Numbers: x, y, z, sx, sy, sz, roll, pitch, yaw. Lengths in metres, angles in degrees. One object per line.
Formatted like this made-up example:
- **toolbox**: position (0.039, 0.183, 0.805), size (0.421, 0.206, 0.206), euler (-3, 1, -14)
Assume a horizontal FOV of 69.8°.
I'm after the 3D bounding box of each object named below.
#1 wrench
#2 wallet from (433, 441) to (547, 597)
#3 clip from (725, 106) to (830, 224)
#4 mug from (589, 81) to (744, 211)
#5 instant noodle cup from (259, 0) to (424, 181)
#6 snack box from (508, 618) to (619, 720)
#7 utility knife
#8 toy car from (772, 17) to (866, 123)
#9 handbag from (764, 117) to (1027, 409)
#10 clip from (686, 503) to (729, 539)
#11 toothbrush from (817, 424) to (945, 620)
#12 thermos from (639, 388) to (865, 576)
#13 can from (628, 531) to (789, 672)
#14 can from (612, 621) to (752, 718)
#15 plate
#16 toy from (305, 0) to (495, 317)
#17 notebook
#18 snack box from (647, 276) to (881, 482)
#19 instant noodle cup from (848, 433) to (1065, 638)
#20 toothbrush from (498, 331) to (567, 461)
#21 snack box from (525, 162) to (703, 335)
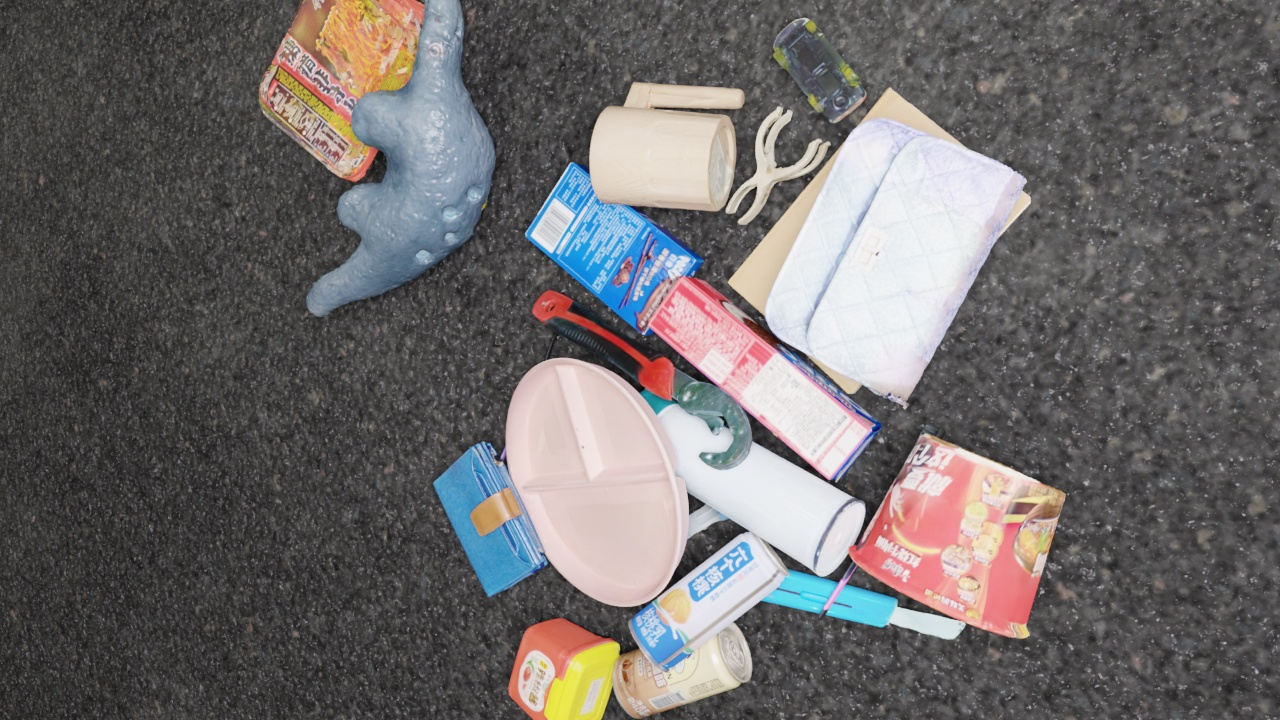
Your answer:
- **wrench**: position (-0.005, 0.005, 0.798), size (0.273, 0.016, 0.056), euler (37, 85, 35)
- **wallet**: position (-0.149, 0.157, 0.895), size (0.107, 0.040, 0.133), euler (-39, 76, 43)
- **clip**: position (0.121, -0.157, 0.769), size (0.093, 0.034, 0.103), euler (21, 105, 24)
- **mug**: position (0.026, -0.187, 0.786), size (0.104, 0.084, 0.124), euler (9, 63, 21)
- **instant noodle cup**: position (-0.283, -0.292, 0.923), size (0.164, 0.079, 0.189), euler (40, 109, 18)
- **snack box**: position (-0.073, 0.294, 0.859), size (0.080, 0.081, 0.091), euler (23, 101, 36)
- **utility knife**: position (0.169, 0.202, 0.773), size (0.199, 0.018, 0.034), euler (9, 96, 23)
- **toy car**: position (0.146, -0.238, 0.752), size (0.042, 0.035, 0.090), euler (-38, 77, 20)
- **handbag**: position (0.189, -0.078, 0.708), size (0.134, 0.075, 0.194), euler (29, 105, 20)
- **clip**: position (0.057, 0.141, 0.822), size (0.057, 0.031, 0.025), euler (-34, 80, 14)
- **toothbrush**: position (0.193, 0.134, 0.751), size (0.018, 0.014, 0.189), euler (35, 100, 30)
- **thermos**: position (0.073, 0.095, 0.768), size (0.224, 0.073, 0.073), euler (28, 104, 34)
- **can**: position (0.058, 0.200, 0.771), size (0.134, 0.053, 0.053), euler (-38, 76, 4)
- **can**: position (0.036, 0.274, 0.815), size (0.116, 0.058, 0.058), euler (-28, 81, 23)
- **plate**: position (-0.041, 0.107, 0.817), size (0.230, 0.028, 0.230), euler (18, 116, 42)
- **toy**: position (-0.213, -0.177, 0.878), size (0.138, 0.091, 0.357), euler (24, 111, -4)
- **notebook**: position (0.188, -0.096, 0.754), size (0.148, 0.008, 0.208), euler (45, 109, 16)
- **snack box**: position (0.103, 0.013, 0.772), size (0.207, 0.057, 0.058), euler (41, 105, 18)
- **instant noodle cup**: position (0.237, 0.123, 0.679), size (0.138, 0.137, 0.108), euler (23, 94, 22)
- **toothbrush**: position (-0.102, 0.032, 0.892), size (0.017, 0.014, 0.189), euler (29, 104, 8)
- **snack box**: position (-0.026, -0.103, 0.842), size (0.157, 0.026, 0.085), euler (41, 107, 18)
